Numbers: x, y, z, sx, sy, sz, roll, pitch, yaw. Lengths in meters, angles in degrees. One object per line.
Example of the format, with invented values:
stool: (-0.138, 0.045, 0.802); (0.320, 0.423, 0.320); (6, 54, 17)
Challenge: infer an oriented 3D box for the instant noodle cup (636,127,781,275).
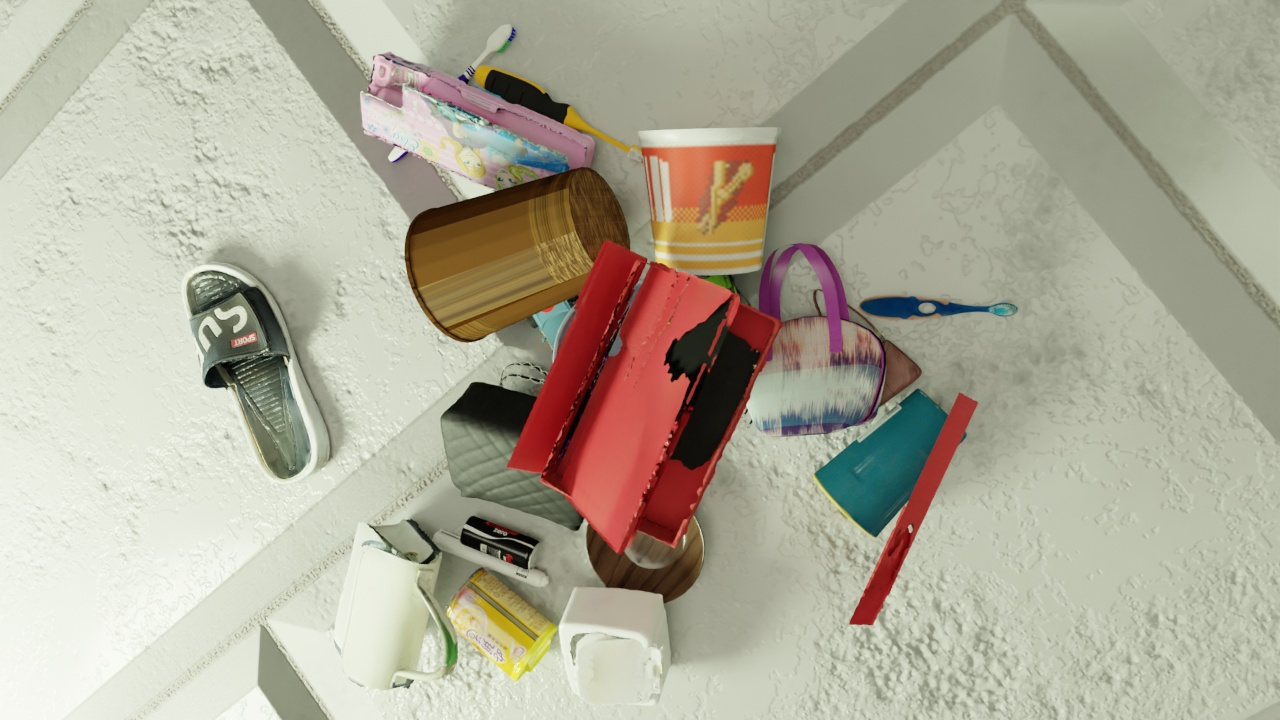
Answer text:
instant noodle cup: (0.060, -0.142, 0.812); (0.123, 0.123, 0.121); (2, 104, 16)

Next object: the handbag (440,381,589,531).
handbag: (-0.106, 0.087, 0.908); (0.154, 0.114, 0.125); (13, 124, 11)

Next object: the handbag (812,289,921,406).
handbag: (0.196, -0.018, 0.831); (0.055, 0.029, 0.119); (-41, 79, 20)

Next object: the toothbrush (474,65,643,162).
toothbrush: (-0.074, -0.235, 0.883); (0.197, 0.030, 0.031); (28, 115, 7)

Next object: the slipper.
slipper: (-0.426, 0.012, 0.992); (0.111, 0.063, 0.264); (-24, 92, 17)

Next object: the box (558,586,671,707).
box: (-0.026, 0.289, 0.871); (0.102, 0.101, 0.108); (3, 124, 16)

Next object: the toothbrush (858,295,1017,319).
toothbrush: (0.262, -0.046, 0.812); (0.135, 0.017, 0.021); (3, 94, 15)

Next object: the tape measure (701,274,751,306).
tape measure: (0.080, -0.054, 0.839); (0.036, 0.065, 0.058); (-22, 96, 9)

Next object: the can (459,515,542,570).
can: (-0.144, 0.188, 0.944); (0.080, 0.031, 0.031); (18, 100, 13)

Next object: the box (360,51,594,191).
box: (-0.164, -0.212, 0.875); (0.230, 0.063, 0.085); (25, 119, 7)

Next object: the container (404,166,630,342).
container: (-0.106, -0.100, 0.837); (0.168, 0.132, 0.132); (-15, 91, 27)

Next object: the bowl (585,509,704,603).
bowl: (0.008, 0.177, 0.900); (0.119, 0.032, 0.119); (2, 96, 16)

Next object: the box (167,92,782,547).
box: (-0.101, -0.014, 0.710); (0.425, 0.128, 0.213); (23, 96, -22)

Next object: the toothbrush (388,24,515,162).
toothbrush: (-0.190, -0.265, 0.918); (0.187, 0.016, 0.015); (-42, 84, 18)

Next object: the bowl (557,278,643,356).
bowl: (-0.005, 0.005, 0.853); (0.150, 0.075, 0.150); (1, 81, -4)

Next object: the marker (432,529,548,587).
marker: (-0.156, 0.207, 0.958); (0.133, 0.017, 0.020); (18, 64, 13)

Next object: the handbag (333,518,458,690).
handbag: (-0.243, 0.257, 0.918); (0.176, 0.073, 0.151); (26, 105, 44)

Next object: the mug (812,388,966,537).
mug: (0.223, 0.087, 0.810); (0.078, 0.078, 0.121); (44, 100, 7)

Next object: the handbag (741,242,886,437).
handbag: (0.146, -0.020, 0.820); (0.145, 0.067, 0.170); (-8, 87, 36)

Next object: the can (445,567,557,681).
can: (-0.142, 0.269, 0.934); (0.105, 0.067, 0.068); (36, 104, 10)
